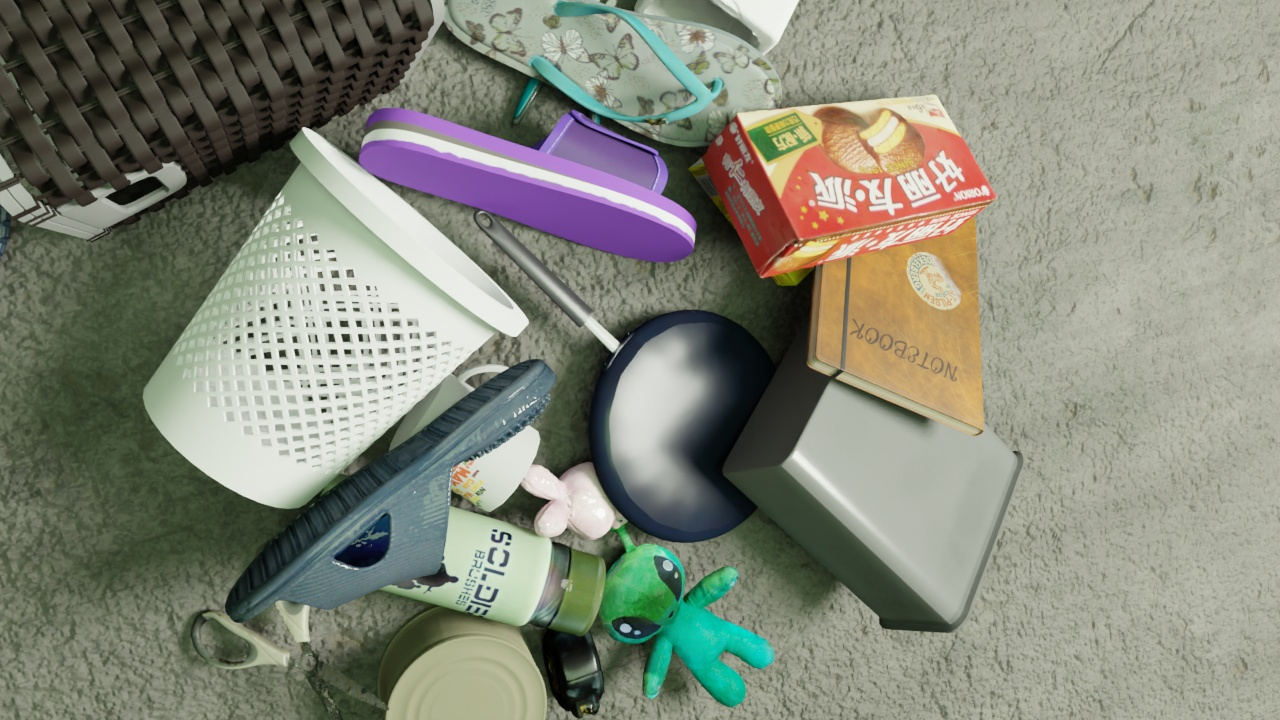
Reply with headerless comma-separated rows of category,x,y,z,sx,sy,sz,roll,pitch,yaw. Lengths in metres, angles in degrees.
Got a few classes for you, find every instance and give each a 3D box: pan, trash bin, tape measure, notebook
pan,-0.004,0.005,0.753,0.356,0.021,0.198,45,69,-21
trash bin,0.207,0.092,0.795,0.220,0.098,0.191,43,60,-16
tape measure,-0.057,0.257,0.767,0.042,0.071,0.072,-9,93,-14
trash bin,-0.217,-0.017,0.632,0.195,0.195,0.199,41,92,-18
notebook,0.215,-0.074,0.782,0.178,0.014,0.248,22,56,-15

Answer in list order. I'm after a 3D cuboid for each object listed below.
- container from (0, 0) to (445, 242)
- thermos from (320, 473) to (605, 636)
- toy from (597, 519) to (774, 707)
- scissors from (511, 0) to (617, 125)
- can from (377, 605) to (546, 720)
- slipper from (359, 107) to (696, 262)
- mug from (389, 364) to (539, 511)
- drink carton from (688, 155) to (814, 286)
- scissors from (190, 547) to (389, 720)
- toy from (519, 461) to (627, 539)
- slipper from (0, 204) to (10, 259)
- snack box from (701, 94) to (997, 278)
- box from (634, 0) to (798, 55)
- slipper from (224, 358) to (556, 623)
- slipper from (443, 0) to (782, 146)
container,-0.290,-0.239,0.545,0.243,0.248,0.245,-30,104,-17
thermos,-0.142,0.158,0.717,0.231,0.082,0.082,19,89,-15
toy,0.027,0.221,0.795,0.193,0.072,0.130,40,81,-9
scissors,-0.051,-0.236,0.741,0.156,0.019,0.124,-37,106,-10
can,-0.143,0.267,0.736,0.127,0.073,0.128,-2,97,-18
slipper,-0.069,-0.154,0.692,0.266,0.107,0.084,14,79,-26
mug,-0.128,0.051,0.717,0.089,0.073,0.105,36,84,-18
drink carton,0.108,-0.132,0.792,0.058,0.043,0.134,-43,107,-11
scissors,-0.263,0.211,0.692,0.158,0.012,0.162,1,77,5
toy,-0.054,0.116,0.754,0.110,0.047,0.063,14,57,-49
slipper,-0.497,-0.150,0.568,0.095,0.104,0.253,-4,117,23
snack box,0.174,-0.148,0.751,0.235,0.060,0.113,-15,73,-32
box,0.037,-0.250,0.734,0.108,0.128,0.136,30,77,-18
slipper,-0.151,0.102,0.623,0.263,0.101,0.082,-38,104,-14
slipper,-0.024,-0.220,0.692,0.268,0.054,0.098,17,132,-9
